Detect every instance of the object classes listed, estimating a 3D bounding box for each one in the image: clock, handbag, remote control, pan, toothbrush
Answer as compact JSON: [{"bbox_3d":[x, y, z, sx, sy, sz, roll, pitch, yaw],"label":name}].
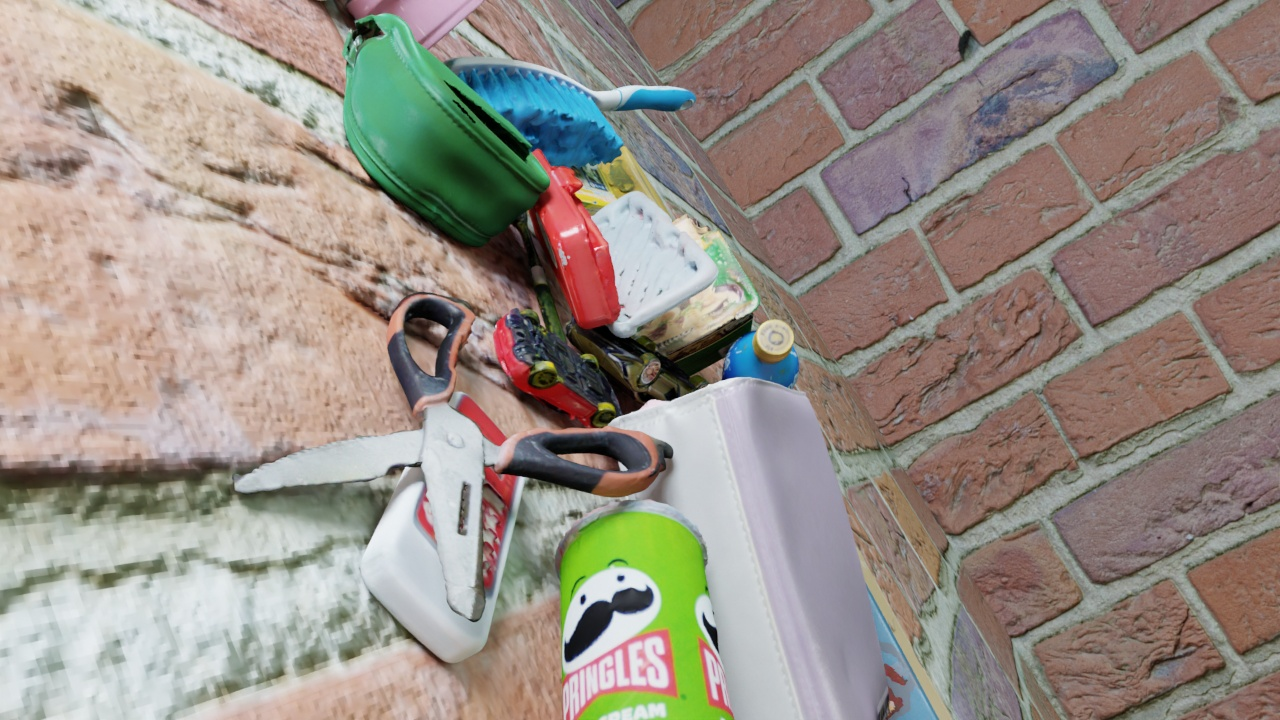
[{"bbox_3d":[-0.128,-0.273,0.637,0.060,0.159,0.117,47,18,-23],"label":"clock"},{"bbox_3d":[-0.124,-0.141,0.570,0.131,0.068,0.120,36,18,-52],"label":"handbag"},{"bbox_3d":[-0.075,0.061,0.377,0.056,0.020,0.135,53,15,-19],"label":"remote control"},{"bbox_3d":[-0.032,-0.176,0.971,0.357,0.078,0.197,49,13,-52],"label":"pan"},{"bbox_3d":[0.067,0.115,0.505,0.144,0.099,0.197,6,67,-59],"label":"handbag"},{"bbox_3d":[-0.072,-0.054,0.646,0.017,0.012,0.185,32,28,-45],"label":"toothbrush"}]

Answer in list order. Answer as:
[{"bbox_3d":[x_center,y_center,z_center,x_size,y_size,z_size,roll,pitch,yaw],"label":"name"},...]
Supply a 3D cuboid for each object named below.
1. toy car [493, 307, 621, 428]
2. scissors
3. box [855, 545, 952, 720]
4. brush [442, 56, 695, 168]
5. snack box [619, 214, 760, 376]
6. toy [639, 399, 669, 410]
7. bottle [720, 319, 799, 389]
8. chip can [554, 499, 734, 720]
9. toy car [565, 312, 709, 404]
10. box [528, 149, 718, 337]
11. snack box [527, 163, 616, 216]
[{"bbox_3d":[-0.047,0.010,0.548,0.106,0.031,0.049,36,26,-48],"label":"toy car"},{"bbox_3d":[-0.073,0.026,0.383,0.189,0.015,0.222,43,25,30],"label":"scissors"},{"bbox_3d":[0.143,0.205,0.644,0.061,0.090,0.184,30,28,-58],"label":"box"},{"bbox_3d":[-0.038,-0.213,0.785,0.313,0.061,0.109,-3,54,-43],"label":"brush"},{"bbox_3d":[0.042,-0.043,0.816,0.117,0.118,0.105,64,6,26],"label":"snack box"},{"bbox_3d":[0.040,0.099,0.613,0.159,0.054,0.121,67,17,8],"label":"toy"},{"bbox_3d":[0.103,0.014,0.811,0.065,0.065,0.219,61,-9,16],"label":"bottle"},{"bbox_3d":[0.005,0.155,0.336,0.072,0.072,0.235,49,17,-28],"label":"chip can"},{"bbox_3d":[-0.004,0.004,0.664,0.070,0.042,0.158,37,4,30],"label":"toy car"},{"bbox_3d":[-0.020,-0.095,0.646,0.201,0.101,0.095,-120,-167,-60],"label":"box"},{"bbox_3d":[-0.081,-0.181,0.794,0.086,0.034,0.140,2,52,-49],"label":"snack box"}]
